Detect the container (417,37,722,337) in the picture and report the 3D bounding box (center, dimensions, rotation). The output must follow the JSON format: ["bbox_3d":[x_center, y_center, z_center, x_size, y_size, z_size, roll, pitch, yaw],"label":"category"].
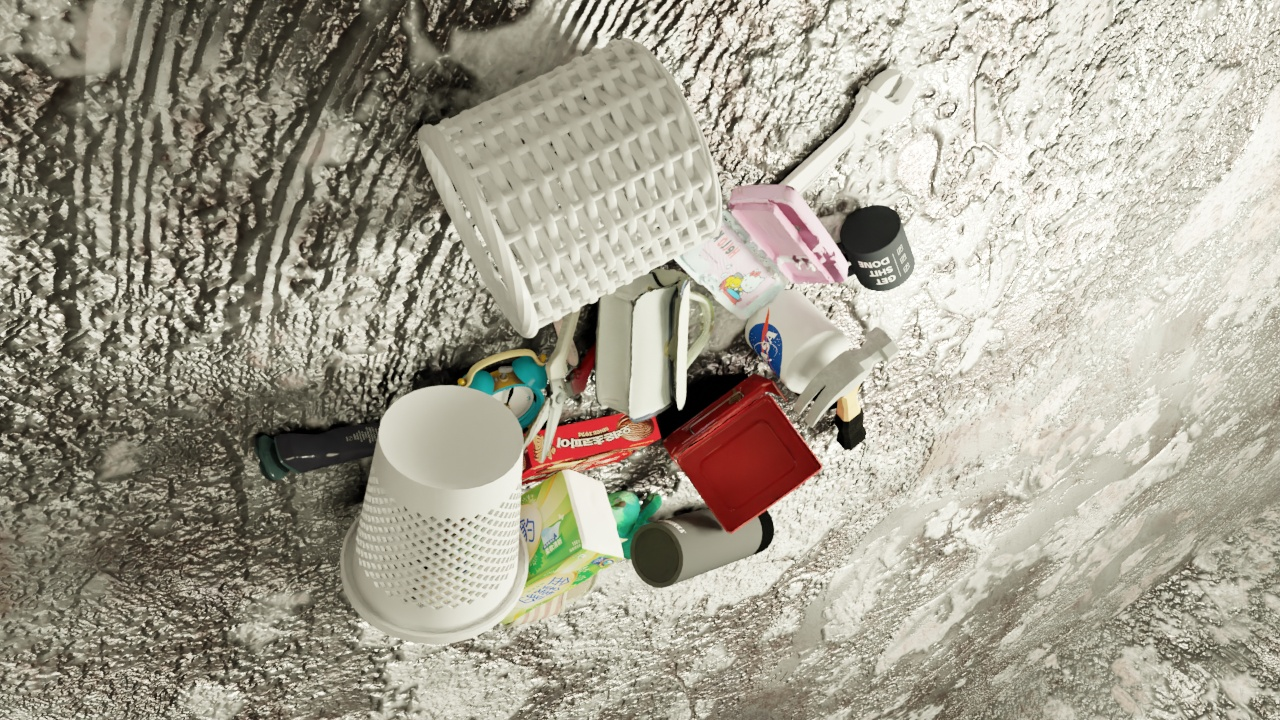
[{"bbox_3d":[-0.058,-0.143,0.767,0.186,0.189,0.189,-28,138,-11],"label":"container"}]

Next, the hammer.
[{"bbox_3d":[0.269,0.061,1.190,0.131,0.039,0.328,-39,157,0],"label":"hammer"}]

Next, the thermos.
[{"bbox_3d":[0.091,0.243,1.248,0.240,0.082,0.082,-1,129,-54],"label":"thermos"}]

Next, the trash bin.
[{"bbox_3d":[-0.196,0.142,0.915,0.195,0.195,0.200,-9,136,-27],"label":"trash bin"}]

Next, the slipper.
[{"bbox_3d":[-0.163,0.298,1.198,0.262,0.052,0.115,10,119,-39],"label":"slipper"}]

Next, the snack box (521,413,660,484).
[{"bbox_3d":[-0.075,0.101,1.037,0.151,0.035,0.133,-10,167,-26],"label":"snack box"}]

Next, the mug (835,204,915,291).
[{"bbox_3d":[0.267,-0.128,1.095,0.105,0.071,0.077,-18,142,19],"label":"mug"}]

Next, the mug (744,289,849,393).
[{"bbox_3d":[0.189,-0.013,1.122,0.091,0.090,0.121,-20,136,-18],"label":"mug"}]

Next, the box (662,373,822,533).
[{"bbox_3d":[0.135,0.124,1.159,0.157,0.156,0.170,-36,100,1],"label":"box"}]

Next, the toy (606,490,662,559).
[{"bbox_3d":[-0.024,0.224,1.215,0.130,0.072,0.193,-38,147,1],"label":"toy"}]

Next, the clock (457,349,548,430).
[{"bbox_3d":[-0.147,0.038,0.983,0.099,0.043,0.130,-17,142,-21],"label":"clock"}]

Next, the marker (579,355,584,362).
[{"bbox_3d":[-0.006,0.006,1.069,0.152,0.011,0.011,7,123,-37],"label":"marker"}]

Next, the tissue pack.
[{"bbox_3d":[-0.105,0.229,1.087,0.198,0.120,0.141,-28,147,26],"label":"tissue pack"}]

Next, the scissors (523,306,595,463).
[{"bbox_3d":[-0.071,0.002,0.960,0.184,0.015,0.179,-26,118,-45],"label":"scissors"}]

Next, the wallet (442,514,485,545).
[{"bbox_3d":[-0.178,0.197,1.125,0.120,0.013,0.088,2,130,-35],"label":"wallet"}]

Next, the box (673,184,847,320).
[{"bbox_3d":[0.134,-0.121,1.007,0.154,0.066,0.201,-17,153,24],"label":"box"}]

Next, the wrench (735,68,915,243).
[{"bbox_3d":[0.188,-0.210,0.999,0.273,0.018,0.066,-43,138,9],"label":"wrench"}]

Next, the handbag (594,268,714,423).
[{"bbox_3d":[0.034,-0.025,1.003,0.175,0.074,0.151,-21,123,-46],"label":"handbag"}]

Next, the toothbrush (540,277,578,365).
[{"bbox_3d":[-0.089,-0.053,0.956,0.015,0.018,0.181,-27,138,-10],"label":"toothbrush"}]

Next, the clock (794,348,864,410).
[{"bbox_3d":[0.249,0.019,1.226,0.091,0.042,0.120,-47,137,11],"label":"clock"}]

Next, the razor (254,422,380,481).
[{"bbox_3d":[-0.309,0.087,0.919,0.142,0.047,0.052,-10,156,-30],"label":"razor"}]
